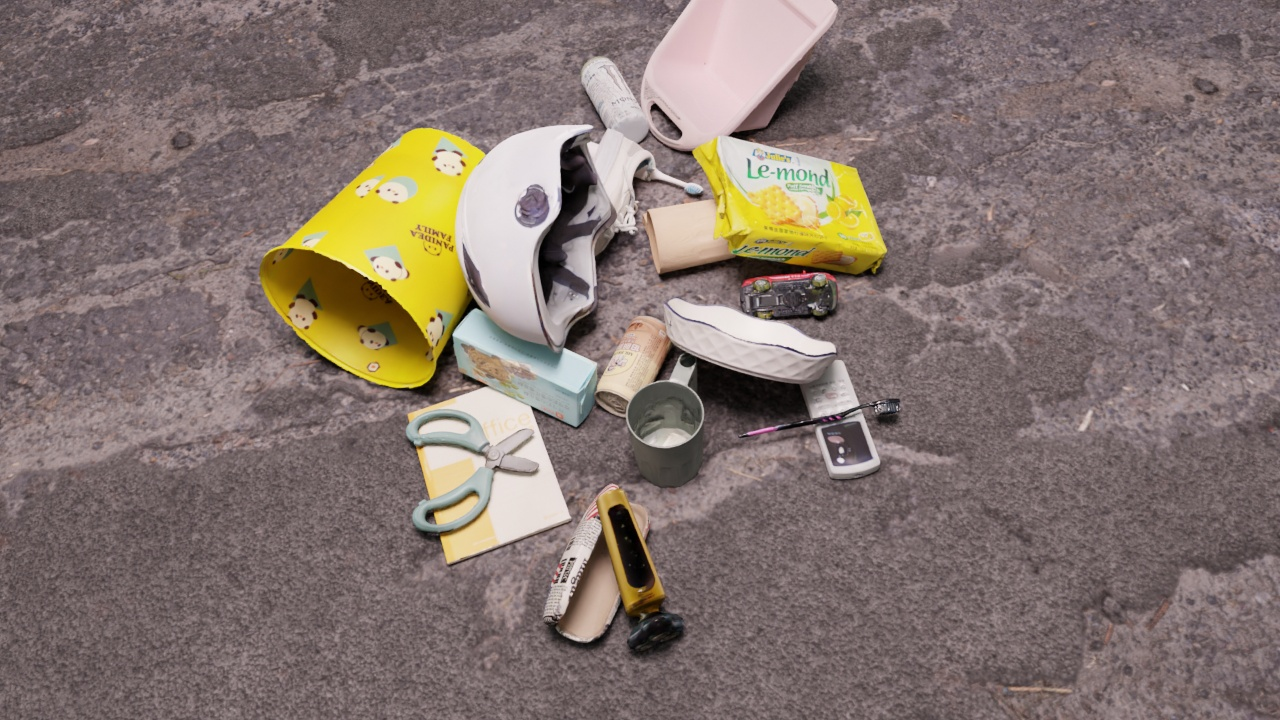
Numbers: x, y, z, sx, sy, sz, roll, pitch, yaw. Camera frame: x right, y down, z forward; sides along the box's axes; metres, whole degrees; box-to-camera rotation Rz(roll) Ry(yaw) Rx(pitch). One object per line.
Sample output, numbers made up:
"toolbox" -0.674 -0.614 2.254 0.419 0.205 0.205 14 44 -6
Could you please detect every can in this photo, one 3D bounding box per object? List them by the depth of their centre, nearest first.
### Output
"can" -0.007 0.006 1.098 0.058 0.059 0.116 18 60 16
"can" -0.039 -0.382 1.352 0.058 0.058 0.146 -20 58 -8

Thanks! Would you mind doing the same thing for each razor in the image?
"razor" -0.006 0.210 0.929 0.062 0.068 0.167 -19 91 -12

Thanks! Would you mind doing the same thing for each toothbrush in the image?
"toothbrush" 0.203 0.069 1.038 0.189 0.014 0.017 -12 68 -1
"toothbrush" -0.011 -0.275 1.300 0.221 0.027 0.026 24 40 19

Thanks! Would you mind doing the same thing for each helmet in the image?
"helmet" -0.131 -0.143 1.042 0.146 0.229 0.258 10 73 12

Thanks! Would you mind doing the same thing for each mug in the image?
"mug" 0.037 0.068 1.028 0.084 0.103 0.123 17 59 16
"mug" 0.063 -0.172 1.204 0.103 0.084 0.124 -11 30 -4

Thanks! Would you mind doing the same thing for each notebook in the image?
"notebook" -0.179 0.122 1.068 0.145 0.010 0.206 -19 57 -8

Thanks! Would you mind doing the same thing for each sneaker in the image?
"sneaker" -0.048 -0.191 1.222 0.090 0.090 0.241 25 69 -10

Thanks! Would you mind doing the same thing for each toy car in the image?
"toy car" 0.185 -0.084 1.142 0.120 0.053 0.045 -2 32 9

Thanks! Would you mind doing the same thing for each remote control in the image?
"remote control" 0.227 0.066 1.060 0.058 0.021 0.149 -12 56 -2

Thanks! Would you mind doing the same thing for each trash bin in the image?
"trash bin" -0.290 -0.135 1.129 0.230 0.230 0.254 18 55 16

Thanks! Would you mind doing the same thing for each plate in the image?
"plate" 0.120 -0.022 1.046 0.205 0.204 0.045 19 103 17

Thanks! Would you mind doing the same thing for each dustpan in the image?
"dustpan" 0.115 -0.431 1.287 0.138 0.274 0.222 -13 50 -33

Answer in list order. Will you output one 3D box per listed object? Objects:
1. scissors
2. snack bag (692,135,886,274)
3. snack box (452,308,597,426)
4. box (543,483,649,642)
"scissors" -0.207 0.129 1.049 0.170 0.019 0.180 14 58 12
"snack bag" 0.188 -0.188 1.153 0.246 0.068 0.157 7 54 -25
"snack box" -0.136 0.008 1.088 0.175 0.074 0.051 24 55 13
"box" -0.054 0.205 0.959 0.076 0.087 0.162 10 59 29
